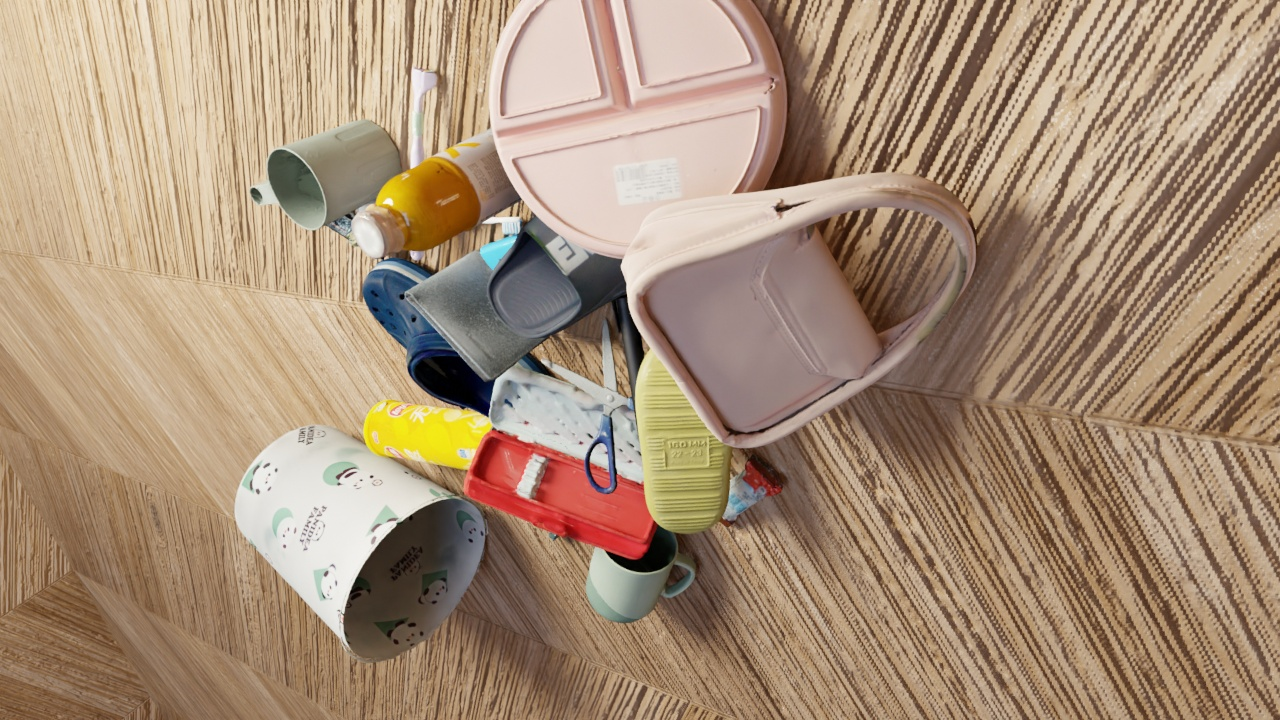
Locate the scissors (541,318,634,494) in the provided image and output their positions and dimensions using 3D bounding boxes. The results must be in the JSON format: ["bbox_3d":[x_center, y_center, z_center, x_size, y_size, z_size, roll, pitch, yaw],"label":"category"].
[{"bbox_3d":[-0.022,0.049,0.882,0.176,0.012,0.162,18,98,8],"label":"scissors"}]

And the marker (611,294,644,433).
[{"bbox_3d":[-0.005,0.005,0.850,0.022,0.020,0.132,-8,100,15],"label":"marker"}]

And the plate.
[{"bbox_3d":[-0.008,-0.184,0.677,0.230,0.028,0.230,5,111,13],"label":"plate"}]

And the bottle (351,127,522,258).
[{"bbox_3d":[-0.158,-0.141,0.771,0.068,0.189,0.068,22,131,27],"label":"bottle"}]

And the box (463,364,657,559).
[{"bbox_3d":[-0.066,0.101,0.924,0.201,0.060,0.161,20,101,6],"label":"box"}]

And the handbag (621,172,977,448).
[{"bbox_3d":[0.122,-0.049,0.656,0.235,0.093,0.193,-21,129,23],"label":"handbag"}]

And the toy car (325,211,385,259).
[{"bbox_3d":[-0.316,-0.145,0.999,0.105,0.031,0.049,34,179,19],"label":"toy car"}]

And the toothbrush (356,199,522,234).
[{"bbox_3d":[-0.204,-0.146,0.923,0.221,0.026,0.026,10,105,33],"label":"toothbrush"}]

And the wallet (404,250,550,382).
[{"bbox_3d":[-0.157,-0.045,0.904,0.121,0.097,0.019,46,141,3],"label":"wallet"}]

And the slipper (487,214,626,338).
[{"bbox_3d":[-0.057,-0.085,0.791,0.110,0.083,0.269,49,132,-7],"label":"slipper"}]

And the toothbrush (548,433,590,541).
[{"bbox_3d":[-0.080,0.146,1.033,0.016,0.018,0.192,33,134,14],"label":"toothbrush"}]

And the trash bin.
[{"bbox_3d":[-0.366,0.218,1.173,0.252,0.228,0.230,27,133,28],"label":"trash bin"}]

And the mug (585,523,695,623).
[{"bbox_3d":[0.001,0.228,0.989,0.111,0.082,0.107,11,131,-5],"label":"mug"}]

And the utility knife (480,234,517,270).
[{"bbox_3d":[-0.080,-0.114,0.853,0.192,0.018,0.034,-12,110,41],"label":"utility knife"}]

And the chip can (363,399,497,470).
[{"bbox_3d":[-0.230,0.090,1.075,0.214,0.071,0.072,4,121,36],"label":"chip can"}]

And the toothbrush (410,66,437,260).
[{"bbox_3d":[-0.212,-0.184,0.883,0.029,0.021,0.189,24,121,24],"label":"toothbrush"}]

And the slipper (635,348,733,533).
[{"bbox_3d":[0.040,0.060,0.825,0.091,0.081,0.191,0,106,-2],"label":"slipper"}]

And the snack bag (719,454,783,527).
[{"bbox_3d":[0.094,0.129,0.877,0.045,0.026,0.106,40,137,-3],"label":"snack bag"}]

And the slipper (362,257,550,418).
[{"bbox_3d":[-0.205,-0.002,0.978,0.253,0.095,0.105,37,133,7],"label":"slipper"}]

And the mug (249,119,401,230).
[{"bbox_3d":[-0.319,-0.189,0.928,0.124,0.103,0.084,4,121,38],"label":"mug"}]
